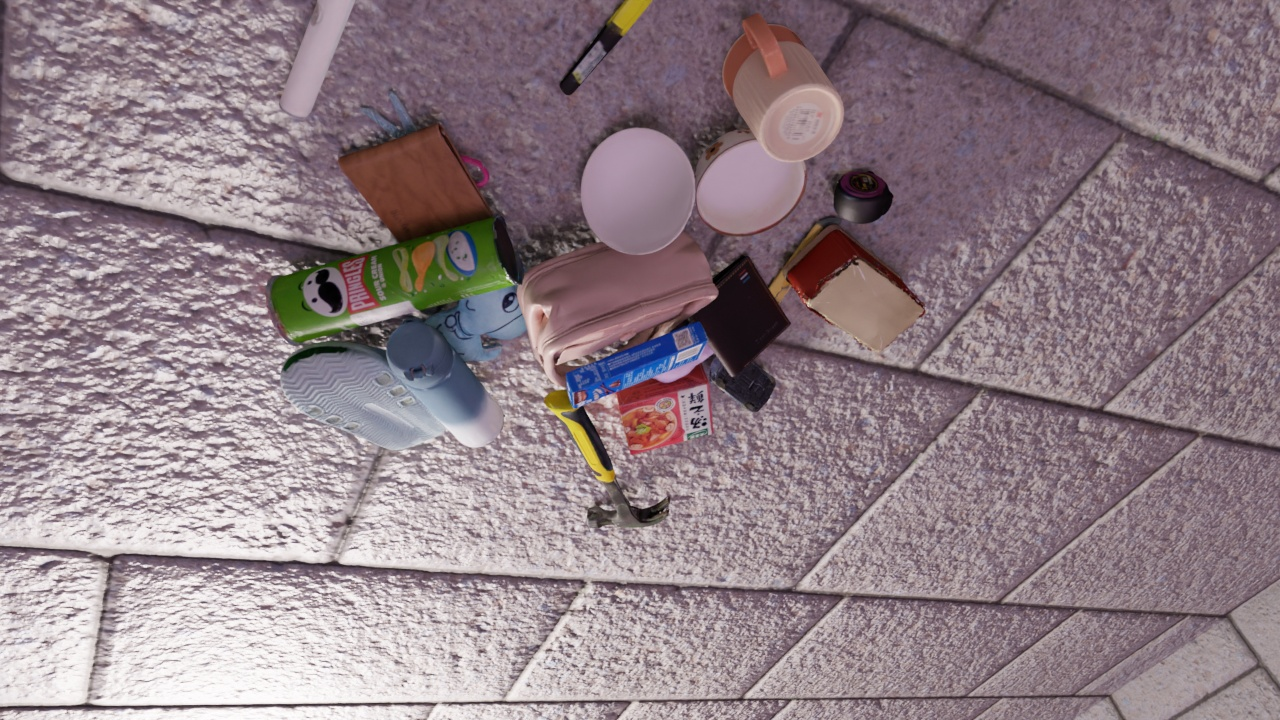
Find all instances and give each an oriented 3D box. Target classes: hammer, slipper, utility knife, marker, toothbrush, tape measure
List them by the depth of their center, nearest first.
[{"bbox_3d":[-0.237,-0.286,0.719,0.026,0.026,0.222,-11,146,-50],"label":"toothbrush"},{"bbox_3d":[-0.031,-0.281,0.805,0.018,0.015,0.124,24,126,-35],"label":"marker"},{"bbox_3d":[0.234,-0.172,0.974,0.057,0.057,0.039,-15,139,-16],"label":"tape measure"},{"bbox_3d":[-0.291,0.031,1.003,0.104,0.074,0.245,-25,153,6],"label":"slipper"},{"bbox_3d":[0.175,-0.100,1.064,0.031,0.019,0.174,16,133,-24],"label":"utility knife"},{"bbox_3d":[-0.047,0.136,1.174,0.126,0.031,0.324,-3,144,15],"label":"hammer"}]

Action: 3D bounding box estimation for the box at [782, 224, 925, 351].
[{"bbox_3d":[0.250,-0.073,1.054,0.168,0.079,0.091,26,118,-42],"label":"box"}]

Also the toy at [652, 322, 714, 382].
[{"bbox_3d":[0.053,-0.014,1.089,0.108,0.039,0.084,-38,136,12],"label":"toy"}]

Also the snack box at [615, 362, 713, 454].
[{"bbox_3d":[0.033,0.069,1.166,0.113,0.044,0.127,-15,138,-3],"label":"snack box"}]

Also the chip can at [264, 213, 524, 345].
[{"bbox_3d":[-0.234,-0.076,0.881,0.236,0.072,0.072,-14,138,8],"label":"chip can"}]

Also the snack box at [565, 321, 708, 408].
[{"bbox_3d":[-0.006,0.006,1.010,0.157,0.026,0.085,-21,168,-8],"label":"snack box"}]

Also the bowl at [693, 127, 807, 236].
[{"bbox_3d":[0.101,-0.185,0.912,0.113,0.062,0.114,-10,136,-10],"label":"bowl"}]

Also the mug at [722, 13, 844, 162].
[{"bbox_3d":[0.123,-0.250,0.819,0.082,0.105,0.114,-25,137,7],"label":"mug"}]

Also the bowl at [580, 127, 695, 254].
[{"bbox_3d":[0.008,-0.164,0.892,0.118,0.118,0.064,-42,171,24],"label":"bowl"}]

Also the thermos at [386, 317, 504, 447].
[{"bbox_3d":[-0.207,0.027,0.986,0.070,0.070,0.221,-18,153,0],"label":"thermos"}]

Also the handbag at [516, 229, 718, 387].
[{"bbox_3d":[-0.034,-0.037,0.993,0.193,0.093,0.235,-19,160,-19],"label":"handbag"}]

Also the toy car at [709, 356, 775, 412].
[{"bbox_3d":[0.125,0.023,1.148,0.054,0.037,0.120,-56,136,-1],"label":"toy car"}]

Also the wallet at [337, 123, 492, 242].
[{"bbox_3d":[-0.205,-0.159,0.850,0.101,0.020,0.115,-15,139,12],"label":"wallet"}]

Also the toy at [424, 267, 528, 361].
[{"bbox_3d":[-0.161,-0.050,0.975,0.156,0.049,0.161,-18,148,-2],"label":"toy"}]

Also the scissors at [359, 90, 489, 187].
[{"bbox_3d":[-0.208,-0.187,0.843,0.096,0.017,0.137,-35,132,27],"label":"scissors"}]

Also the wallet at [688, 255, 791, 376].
[{"bbox_3d":[0.113,-0.051,1.061,0.096,0.020,0.122,-40,127,-1],"label":"wallet"}]
